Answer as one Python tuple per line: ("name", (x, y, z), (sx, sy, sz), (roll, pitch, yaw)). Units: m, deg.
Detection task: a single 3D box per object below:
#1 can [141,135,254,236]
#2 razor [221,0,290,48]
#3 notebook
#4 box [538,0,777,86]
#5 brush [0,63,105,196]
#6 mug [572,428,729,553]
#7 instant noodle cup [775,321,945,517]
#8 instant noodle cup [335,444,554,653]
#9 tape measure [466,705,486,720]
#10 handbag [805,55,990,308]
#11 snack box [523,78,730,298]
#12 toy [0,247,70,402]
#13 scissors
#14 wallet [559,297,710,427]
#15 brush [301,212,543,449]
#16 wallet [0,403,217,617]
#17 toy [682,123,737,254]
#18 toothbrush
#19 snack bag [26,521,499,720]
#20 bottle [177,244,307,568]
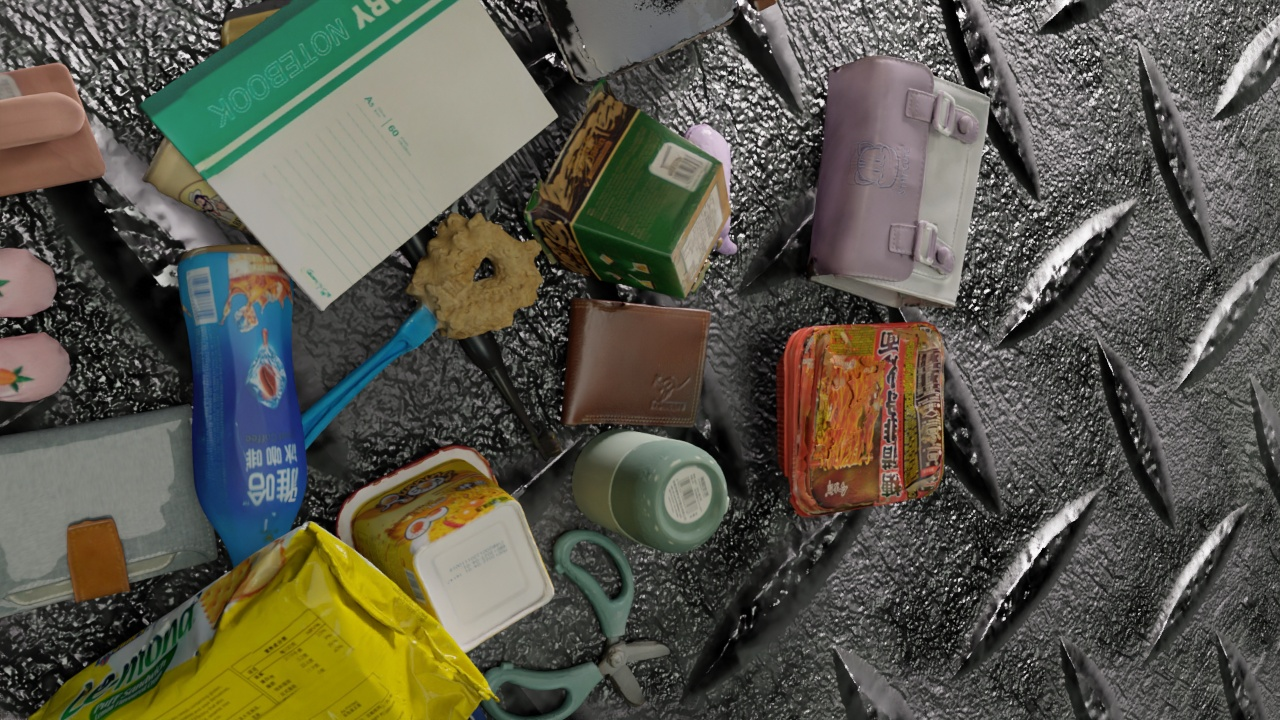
("can", (-0.237, -0.107, 0.568), (0.116, 0.059, 0.058), (27, 80, -29))
("razor", (-0.187, -0.219, 0.595), (0.167, 0.062, 0.067), (-20, 74, -23))
("notebook", (-0.167, -0.154, 0.566), (0.208, 0.012, 0.150), (-45, 113, -21))
("box", (-0.004, -0.320, 0.685), (0.158, 0.197, 0.181), (-22, 110, 15))
("brush", (-0.369, -0.112, 0.480), (0.145, 0.073, 0.063), (-21, 104, -27))
("mug", (0.020, 0.102, 0.709), (0.111, 0.106, 0.082), (16, 84, -32))
("instant noodle cup", (0.187, 0.048, 0.823), (0.188, 0.079, 0.164), (-3, 94, -32))
("instant noodle cup", (-0.125, 0.129, 0.614), (0.116, 0.124, 0.116), (-26, 106, -27))
("tape measure", (-0.141, 0.273, 0.672), (0.054, 0.025, 0.058), (2, 96, -33))
("handbag", (0.230, -0.156, 0.829), (0.144, 0.098, 0.197), (10, 88, -26))
("snack box", (0.001, -0.111, 0.655), (0.118, 0.106, 0.117), (-63, 163, -11))
("toy", (-0.397, -0.013, 0.485), (0.159, 0.054, 0.121), (-13, 102, -38))
("scissors", (-0.057, 0.229, 0.724), (0.180, 0.019, 0.170), (-32, 110, -26))
("wallet", (-0.004, 0.004, 0.733), (0.124, 0.032, 0.101), (4, 94, -30))
("brush", (-0.169, -0.003, 0.615), (0.254, 0.046, 0.083), (-44, 117, -6))
("wallet", (-0.326, 0.089, 0.541), (0.129, 0.037, 0.106), (-11, 98, -30))
("toy", (0.055, -0.139, 0.754), (0.083, 0.039, 0.108), (-3, 91, -52))
("toothbrush", (-0.116, -0.013, 0.666), (0.027, 0.026, 0.213), (-24, 110, 14))
("snack bag", (-0.220, 0.209, 0.531), (0.247, 0.068, 0.158), (-33, 114, 14))
("bottle", (-0.238, 0.042, 0.559), (0.065, 0.065, 0.218), (-5, 88, -31))
